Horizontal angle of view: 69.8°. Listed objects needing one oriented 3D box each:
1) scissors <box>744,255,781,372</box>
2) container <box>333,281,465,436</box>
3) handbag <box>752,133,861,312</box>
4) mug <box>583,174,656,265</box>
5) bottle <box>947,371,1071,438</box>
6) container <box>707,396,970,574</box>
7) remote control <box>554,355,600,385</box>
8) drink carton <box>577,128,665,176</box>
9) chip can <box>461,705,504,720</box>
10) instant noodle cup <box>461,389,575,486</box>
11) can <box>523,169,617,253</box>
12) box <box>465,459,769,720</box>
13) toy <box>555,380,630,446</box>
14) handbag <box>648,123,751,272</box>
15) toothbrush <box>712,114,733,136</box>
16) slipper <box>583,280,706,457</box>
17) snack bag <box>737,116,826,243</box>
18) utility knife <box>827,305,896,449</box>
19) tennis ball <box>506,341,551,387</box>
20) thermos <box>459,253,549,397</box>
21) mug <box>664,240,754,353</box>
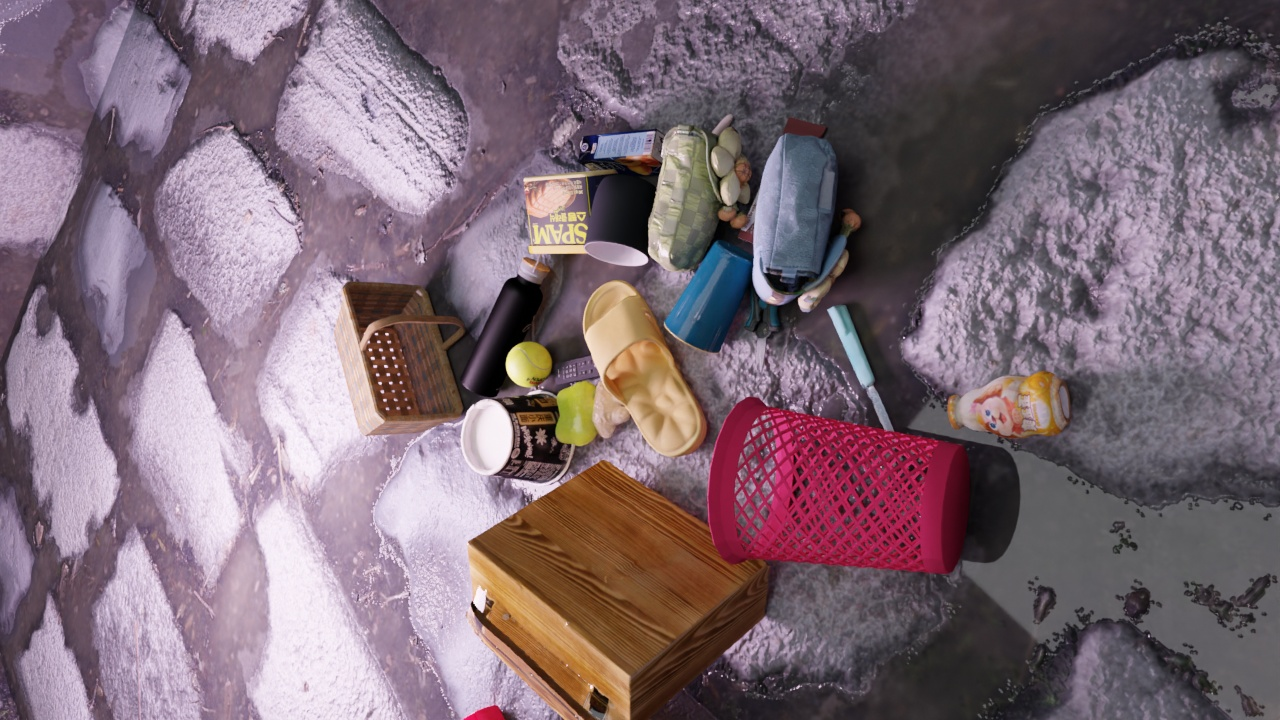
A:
[{"bbox_3d":[0.153,-0.065,1.105,0.141,0.019,0.128,-50,57,22],"label":"scissors"},{"bbox_3d":[-0.371,-0.017,1.429,0.187,0.157,0.249,-41,61,40],"label":"container"},{"bbox_3d":[0.187,-0.152,1.035,0.118,0.122,0.192,10,86,3],"label":"handbag"},{"bbox_3d":[-0.007,-0.175,1.182,0.085,0.121,0.094,-5,70,55],"label":"mug"},{"bbox_3d":[0.361,0.046,0.903,0.109,0.063,0.063,-10,79,37],"label":"bottle"},{"bbox_3d":[0.211,0.138,0.952,0.226,0.183,0.183,4,87,31],"label":"container"},{"bbox_3d":[-0.063,0.009,1.269,0.137,0.015,0.032,-12,78,34],"label":"remote control"},{"bbox_3d":[-0.016,-0.276,1.234,0.130,0.064,0.040,5,79,38],"label":"drink carton"},{"bbox_3d":[-0.184,0.594,1.265,0.069,0.069,0.220,-45,60,25],"label":"chip can"},{"bbox_3d":[-0.177,0.109,1.286,0.137,0.112,0.137,-4,83,37],"label":"instant noodle cup"},{"bbox_3d":[-0.092,-0.204,1.259,0.135,0.075,0.104,5,106,39],"label":"can"},{"bbox_3d":[-0.048,0.356,1.108,0.279,0.281,0.316,29,130,36],"label":"box"},{"bbox_3d":[-0.065,0.069,1.244,0.115,0.046,0.092,-11,66,26],"label":"toy"},{"bbox_3d":[0.079,-0.195,1.128,0.117,0.113,0.186,19,100,29],"label":"handbag"},{"bbox_3d":[0.060,-0.251,1.202,0.182,0.015,0.018,-49,53,24],"label":"toothbrush"},{"bbox_3d":[-0.007,0.007,1.177,0.100,0.078,0.263,-37,66,15],"label":"slipper"},{"bbox_3d":[0.169,-0.215,1.109,0.057,0.013,0.158,30,100,38],"label":"snack bag"},{"bbox_3d":[0.249,0.016,1.023,0.022,0.015,0.179,-32,65,32],"label":"utility knife"},{"bbox_3d":[-0.159,0.005,1.314,0.065,0.065,0.065,-5,82,38],"label":"tennis ball"},{"bbox_3d":[-0.192,-0.059,1.349,0.061,0.061,0.232,38,108,35],"label":"thermos"},{"bbox_3d":[0.090,-0.080,1.115,0.078,0.078,0.121,41,113,34],"label":"mug"}]
